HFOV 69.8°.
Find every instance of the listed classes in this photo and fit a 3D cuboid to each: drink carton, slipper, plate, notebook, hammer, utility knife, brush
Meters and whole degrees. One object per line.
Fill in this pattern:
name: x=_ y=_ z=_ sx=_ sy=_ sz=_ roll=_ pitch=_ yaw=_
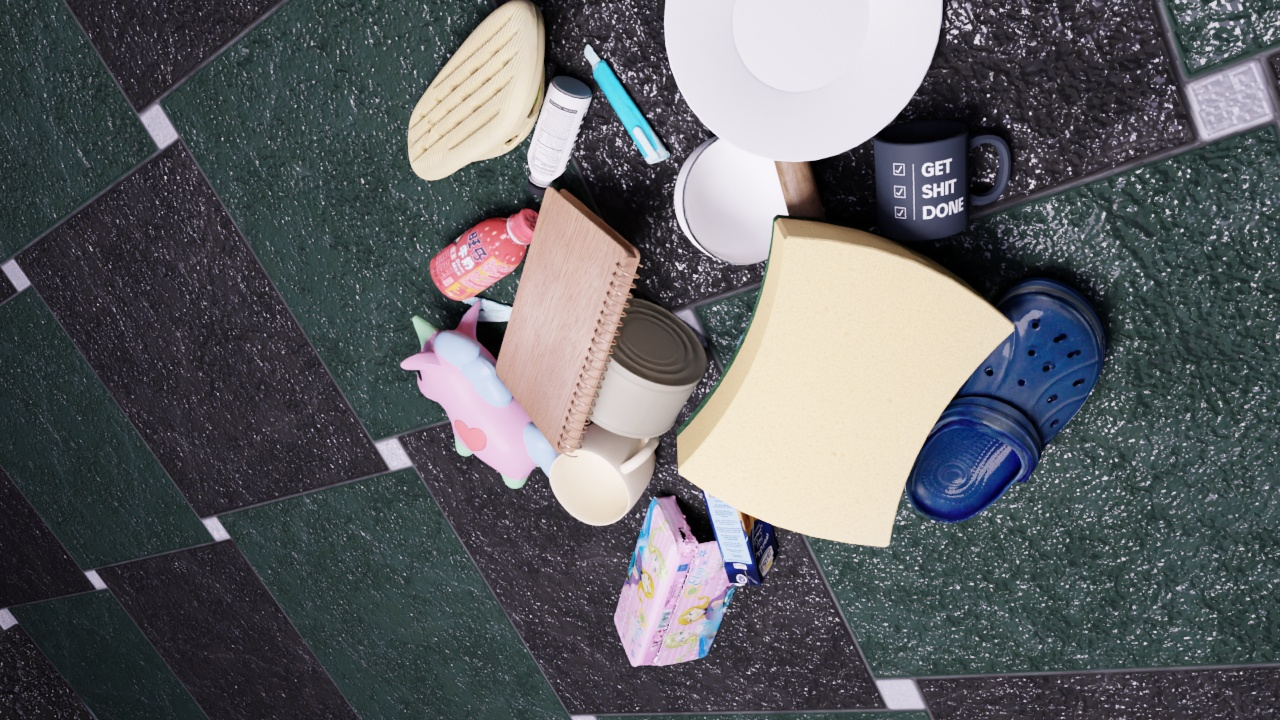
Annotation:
drink carton: x=0.109 y=0.174 z=0.990 sx=0.040 sy=0.064 sz=0.130 roll=-3 pitch=116 yaw=32
slipper: x=-0.139 y=-0.234 z=0.859 sx=0.262 sy=0.079 sz=0.111 roll=-16 pitch=73 yaw=52
plate: x=0.121 y=-0.256 z=0.690 sx=0.208 sy=0.015 sz=0.209 roll=-1 pitch=112 yaw=-3
notebook: x=-0.074 y=-0.037 z=0.878 sx=0.169 sy=0.022 sz=0.211 roll=46 pitch=124 yaw=46
hammer: x=0.111 y=-0.198 z=0.740 sx=0.129 sy=0.040 sz=0.322 roll=-20 pitch=111 yaw=0
utility knife: x=-0.015 y=-0.235 z=0.841 sx=0.022 sy=0.015 sz=0.124 roll=-28 pitch=101 yaw=24
slipper: x=0.309 y=0.053 z=0.787 sx=0.105 sy=0.095 sz=0.253 roll=27 pitch=125 yaw=11
brush: x=0.161 y=0.019 z=0.769 sx=0.195 sy=0.075 sz=0.251 roll=20 pitch=111 yaw=-7

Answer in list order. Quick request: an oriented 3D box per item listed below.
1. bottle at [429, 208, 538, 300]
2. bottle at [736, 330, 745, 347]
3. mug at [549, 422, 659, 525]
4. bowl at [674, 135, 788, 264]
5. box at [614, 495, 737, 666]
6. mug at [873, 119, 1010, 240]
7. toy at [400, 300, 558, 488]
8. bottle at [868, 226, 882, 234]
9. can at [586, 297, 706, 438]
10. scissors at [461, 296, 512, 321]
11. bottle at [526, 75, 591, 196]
bottle: x=-0.157 y=-0.115 z=0.960 sx=0.138 sy=0.061 sz=0.062 roll=-27 pitch=103 yaw=36
bottle: x=0.104 y=0.030 z=0.921 sx=0.040 sy=0.040 sz=0.130 roll=24 pitch=127 yaw=14
mug: x=-0.026 y=0.109 z=1.000 sx=0.120 sy=0.099 sz=0.096 roll=-29 pitch=100 yaw=35
bowl: x=0.080 y=-0.143 z=0.800 sx=0.113 sy=0.063 sz=0.113 roll=-4 pitch=104 yaw=-16
box: x=0.047 y=0.265 z=1.101 sx=0.086 sy=0.105 sz=0.231 roll=-120 pitch=35 yaw=-45
mug: x=0.241 y=-0.147 z=0.730 sx=0.105 sy=0.071 sz=0.077 roll=-9 pitch=117 yaw=3
toy: x=-0.168 y=0.050 z=1.028 sx=0.222 sy=0.119 sz=0.171 roll=33 pitch=145 yaw=17
bottle: x=0.225 y=-0.067 z=0.800 sx=0.036 sy=0.036 sz=0.110 roll=-23 pitch=105 yaw=36
can: x=-0.005 y=0.005 z=0.909 sx=0.128 sy=0.127 sz=0.073 roll=35 pitch=127 yaw=5
scissors: x=-0.130 y=-0.036 z=1.023 sx=0.179 sy=0.016 sz=0.105 roll=-2 pitch=117 yaw=29
bottle: x=-0.082 y=-0.210 z=0.875 sx=0.041 sy=0.041 sz=0.116 roll=32 pitch=128 yaw=8
